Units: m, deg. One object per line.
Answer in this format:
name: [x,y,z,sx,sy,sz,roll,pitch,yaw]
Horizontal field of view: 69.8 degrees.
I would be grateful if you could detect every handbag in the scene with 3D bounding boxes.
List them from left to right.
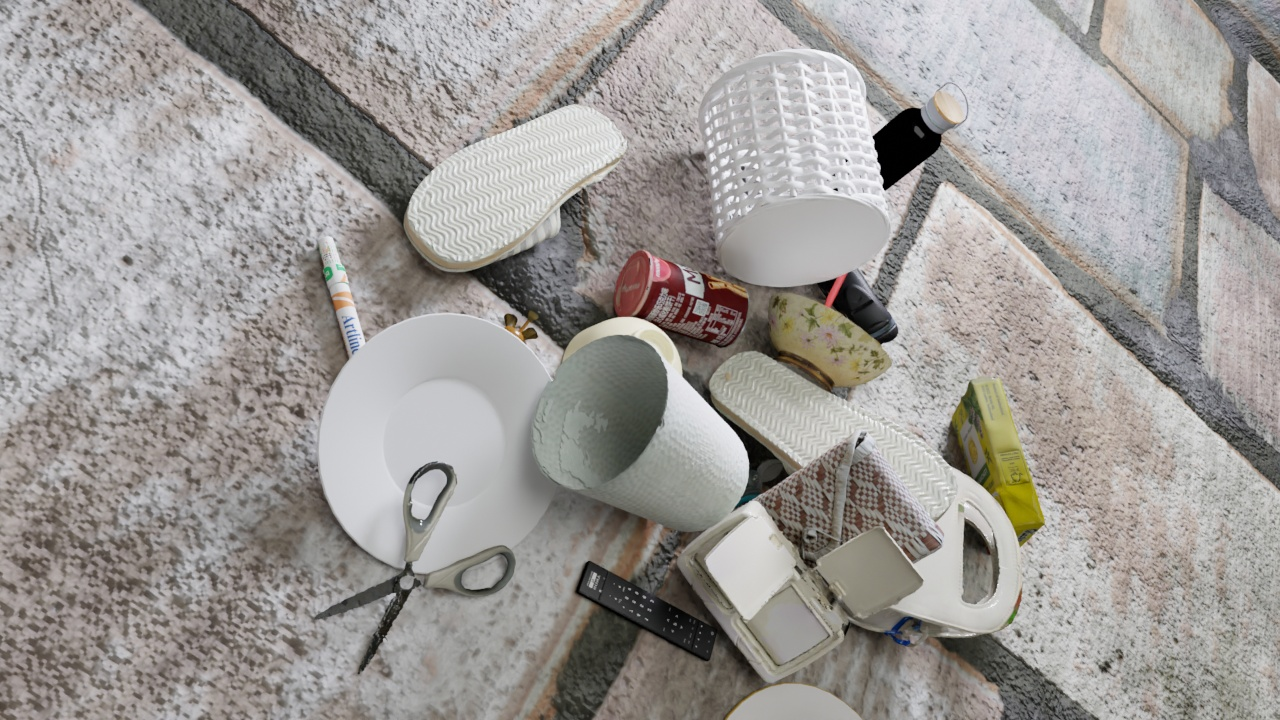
handbag: [0.162,0.159,0.827,0.124,0.186,0.046,51,25,0]
handbag: [0.286,0.191,0.932,0.199,0.093,0.200,20,55,-2]

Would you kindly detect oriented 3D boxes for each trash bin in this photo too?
trash bin: [0.009,0.073,0.781,0.161,0.134,0.133,38,46,-46]

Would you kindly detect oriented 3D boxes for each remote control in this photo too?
remote control: [0.007,0.220,0.804,0.140,0.009,0.030,32,53,-15]

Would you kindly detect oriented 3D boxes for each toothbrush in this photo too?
toothbrush: [0.237,-0.115,1.069,0.018,0.012,0.212,23,62,16]

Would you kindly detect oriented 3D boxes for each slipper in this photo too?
slipper: [-0.117,-0.171,0.897,0.114,0.054,0.271,46,55,0]
slipper: [0.184,0.079,0.907,0.263,0.052,0.114,34,60,27]

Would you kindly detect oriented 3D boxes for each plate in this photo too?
plate: [-0.155,0.066,0.741,0.208,0.015,0.208,1,88,-33]
plate: [0.150,0.398,0.796,0.229,0.021,0.229,15,59,-26]

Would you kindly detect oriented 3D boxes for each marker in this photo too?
marker: [-0.246,-0.037,0.770,0.017,0.017,0.145,-10,72,-36]

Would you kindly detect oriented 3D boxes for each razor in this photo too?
razor: [0.250,-0.075,1.089,0.053,0.064,0.140,-30,72,3]

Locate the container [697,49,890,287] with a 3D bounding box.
container: [0.166,-0.205,1.010,0.189,0.190,0.186,9,63,-29]

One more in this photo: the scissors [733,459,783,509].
scissors: [0.096,0.132,0.902,0.136,0.019,0.138,24,55,-24]

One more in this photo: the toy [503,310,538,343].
toy: [-0.122,-0.006,0.800,0.076,0.063,0.100,33,69,8]

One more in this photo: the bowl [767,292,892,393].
bowl: [0.186,-0.006,0.972,0.145,0.145,0.063,35,82,-13]

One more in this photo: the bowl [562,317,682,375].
bowl: [-0.005,0.005,0.865,0.118,0.074,0.117,15,59,-26]

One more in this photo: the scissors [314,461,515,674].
scissors: [-0.166,0.158,0.707,0.157,0.013,0.170,15,77,-35]

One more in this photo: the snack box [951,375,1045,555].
snack box: [0.398,0.118,1.041,0.045,0.121,0.180,-10,66,4]

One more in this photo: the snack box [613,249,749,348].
snack box: [0.042,-0.061,0.931,0.121,0.072,0.072,16,59,-26]

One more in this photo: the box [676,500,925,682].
box: [0.124,0.187,0.767,0.143,0.184,0.098,51,25,6]

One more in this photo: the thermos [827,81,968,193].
thermos: [0.292,-0.241,1.079,0.061,0.232,0.061,15,59,-26]
